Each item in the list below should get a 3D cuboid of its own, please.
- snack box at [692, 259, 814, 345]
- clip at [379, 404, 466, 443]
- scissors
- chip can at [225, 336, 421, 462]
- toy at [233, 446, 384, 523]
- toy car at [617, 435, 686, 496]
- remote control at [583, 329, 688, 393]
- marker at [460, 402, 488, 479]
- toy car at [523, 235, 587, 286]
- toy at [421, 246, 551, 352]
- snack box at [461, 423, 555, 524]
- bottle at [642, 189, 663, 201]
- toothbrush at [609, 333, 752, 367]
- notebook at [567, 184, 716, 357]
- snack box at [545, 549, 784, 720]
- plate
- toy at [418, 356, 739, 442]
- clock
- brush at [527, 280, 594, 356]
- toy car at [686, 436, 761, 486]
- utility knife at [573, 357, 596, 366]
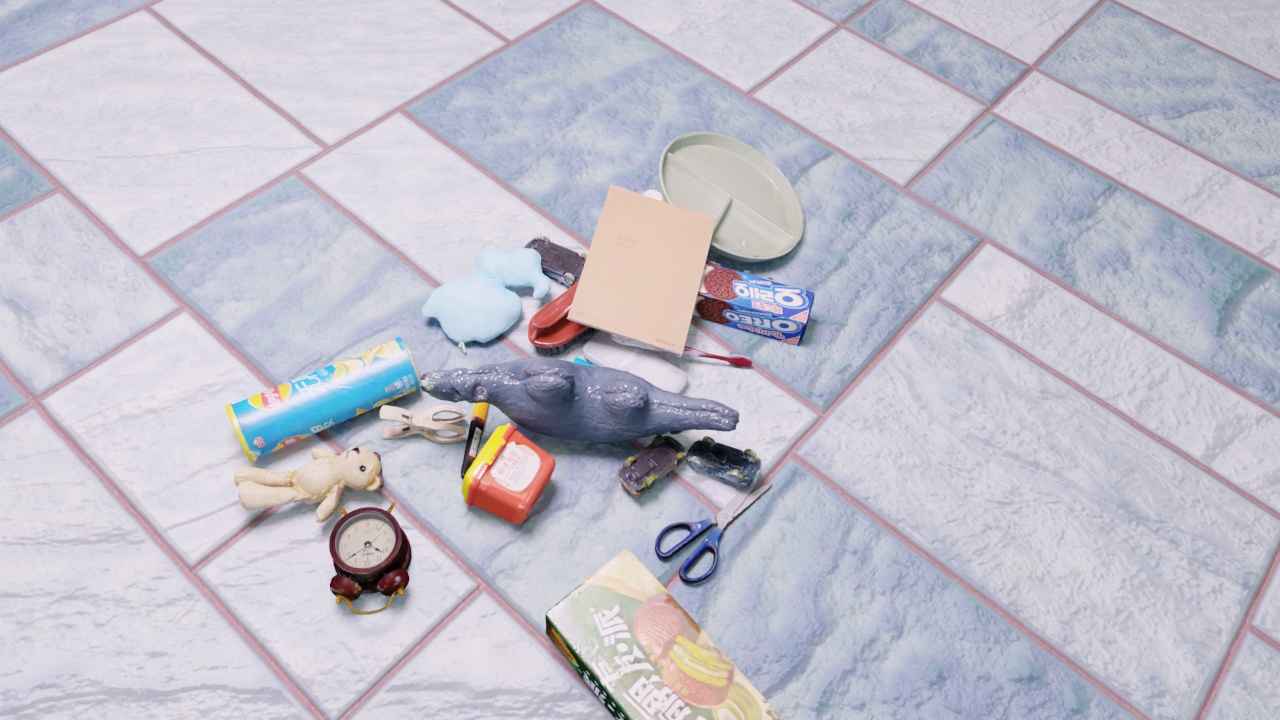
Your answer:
[{"bbox_3d":[0.123,-0.082,1.216,0.207,0.057,0.058,16,58,5],"label":"snack box"},{"bbox_3d":[-0.255,0.076,1.081,0.099,0.070,0.034,2,56,-13],"label":"clip"},{"bbox_3d":[0.097,0.192,1.049,0.173,0.012,0.126,-11,55,-14],"label":"scissors"},{"bbox_3d":[-0.366,0.043,1.072,0.209,0.071,0.071,-24,61,-21],"label":"chip can"},{"bbox_3d":[-0.365,0.129,1.015,0.157,0.066,0.105,-7,38,-19],"label":"toy"},{"bbox_3d":[0.014,0.123,1.075,0.042,0.035,0.090,41,55,20],"label":"toy car"},{"bbox_3d":[-0.007,0.007,1.163,0.136,0.020,0.055,31,58,16],"label":"remote control"},{"bbox_3d":[-0.197,0.087,1.092,0.015,0.018,0.123,-18,49,31],"label":"marker"},{"bbox_3d":[-0.112,-0.132,1.243,0.105,0.031,0.048,24,60,16],"label":"toy car"},{"bbox_3d":[-0.198,-0.082,1.188,0.161,0.050,0.156,5,63,-4],"label":"toy"},{"bbox_3d":[-0.146,0.130,1.029,0.080,0.082,0.091,30,58,3],"label":"snack box"},{"bbox_3d":[-0.008,-0.193,1.277,0.108,0.063,0.063,-30,63,-24],"label":"bottle"},{"bbox_3d":[0.053,-0.016,1.173,0.187,0.016,0.017,11,33,-8],"label":"toothbrush"},{"bbox_3d":[0.005,-0.119,1.176,0.149,0.012,0.211,18,64,-4],"label":"notebook"},{"bbox_3d":[0.019,0.316,0.921,0.114,0.063,0.240,-34,65,-24],"label":"snack box"},{"bbox_3d":[0.127,-0.231,1.303,0.230,0.028,0.229,14,54,-20],"label":"plate"},{"bbox_3d":[-0.071,0.046,1.057,0.356,0.138,0.091,8,84,-8],"label":"toy"},{"bbox_3d":[-0.286,0.211,0.971,0.082,0.055,0.121,-5,57,-9],"label":"clock"},{"bbox_3d":[-0.086,-0.065,1.176,0.063,0.069,0.145,40,61,22],"label":"brush"},{"bbox_3d":[0.099,0.121,1.084,0.091,0.034,0.042,16,54,23],"label":"toy car"},{"bbox_3d":[-0.015,0.044,1.131,0.161,0.034,0.018,26,15,11],"label":"utility knife"}]
